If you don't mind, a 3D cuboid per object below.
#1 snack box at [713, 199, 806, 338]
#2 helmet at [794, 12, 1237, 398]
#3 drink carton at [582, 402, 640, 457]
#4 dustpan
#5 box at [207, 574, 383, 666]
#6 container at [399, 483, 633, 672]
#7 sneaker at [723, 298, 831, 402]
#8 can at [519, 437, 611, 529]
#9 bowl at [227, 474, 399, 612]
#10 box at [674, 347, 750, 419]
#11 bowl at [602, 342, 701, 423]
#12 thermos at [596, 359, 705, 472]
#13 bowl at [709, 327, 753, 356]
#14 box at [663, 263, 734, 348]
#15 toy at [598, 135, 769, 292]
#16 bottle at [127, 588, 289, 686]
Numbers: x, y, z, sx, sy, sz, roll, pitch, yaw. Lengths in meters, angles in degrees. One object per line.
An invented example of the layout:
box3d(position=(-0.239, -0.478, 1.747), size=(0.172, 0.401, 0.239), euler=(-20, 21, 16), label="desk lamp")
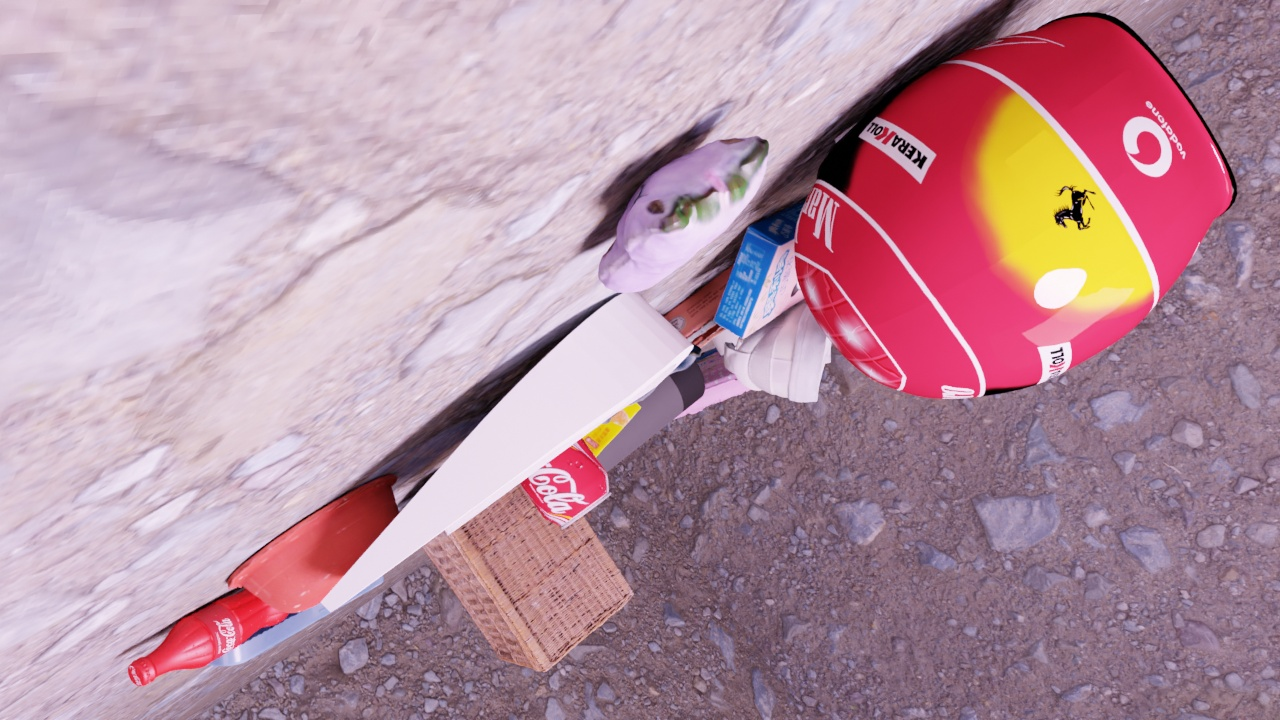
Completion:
box3d(position=(0.122, -0.084, 0.758), size=(0.153, 0.033, 0.088), euler=(-31, 147, -49), label="snack box")
box3d(position=(0.209, -0.083, 0.579), size=(0.225, 0.197, 0.270), euler=(-37, -176, 8), label="helmet")
box3d(position=(-0.063, 0.076, 0.935), size=(0.134, 0.058, 0.043), euler=(-48, -176, -39), label="drink carton")
box3d(position=(-0.072, 0.065, 0.625), size=(0.258, 0.053, 0.191), euler=(-47, 175, 11), label="dustpan")
box3d(position=(-0.300, 0.192, 0.778), size=(0.068, 0.059, 0.209), euler=(-6, -177, 17), label="box")
box3d(position=(-0.119, 0.178, 0.856), size=(0.113, 0.198, 0.113), euler=(-36, -172, -34), label="container")
box3d(position=(0.133, -0.029, 0.847), size=(0.241, 0.091, 0.089), euler=(-45, 142, -66), label="sneaker")
box3d(position=(-0.075, 0.083, 0.763), size=(0.064, 0.105, 0.064), euler=(-35, 176, -3), label="can")
box3d(position=(-0.215, 0.134, 0.637), size=(0.130, 0.045, 0.130), euler=(-35, 176, -3), label="bowl")
box3d(position=(0.027, 0.035, 1.213), size=(0.230, 0.035, 0.159), euler=(-21, -158, 5), label="box")
box3d(position=(-0.005, 0.005, 0.795), size=(0.110, 0.055, 0.110), euler=(-36, 176, -3), label="bowl")
box3d(position=(-0.036, 0.074, 1.060), size=(0.239, 0.082, 0.082), euler=(-37, 176, -23), label="thermos")
box3d(position=(0.117, -0.060, 0.980), size=(0.113, 0.063, 0.113), euler=(-35, 176, -3), label="bowl")
box3d(position=(0.055, -0.043, 0.858), size=(0.188, 0.056, 0.063), euler=(-39, 180, 10), label="box")
box3d(position=(0.017, -0.063, 0.378), size=(0.080, 0.036, 0.100), euler=(-45, -176, -20), label="toy")
box3d(position=(-0.298, 0.189, 0.638), size=(0.036, 0.036, 0.118), euler=(-38, 175, 27), label="bottle")
